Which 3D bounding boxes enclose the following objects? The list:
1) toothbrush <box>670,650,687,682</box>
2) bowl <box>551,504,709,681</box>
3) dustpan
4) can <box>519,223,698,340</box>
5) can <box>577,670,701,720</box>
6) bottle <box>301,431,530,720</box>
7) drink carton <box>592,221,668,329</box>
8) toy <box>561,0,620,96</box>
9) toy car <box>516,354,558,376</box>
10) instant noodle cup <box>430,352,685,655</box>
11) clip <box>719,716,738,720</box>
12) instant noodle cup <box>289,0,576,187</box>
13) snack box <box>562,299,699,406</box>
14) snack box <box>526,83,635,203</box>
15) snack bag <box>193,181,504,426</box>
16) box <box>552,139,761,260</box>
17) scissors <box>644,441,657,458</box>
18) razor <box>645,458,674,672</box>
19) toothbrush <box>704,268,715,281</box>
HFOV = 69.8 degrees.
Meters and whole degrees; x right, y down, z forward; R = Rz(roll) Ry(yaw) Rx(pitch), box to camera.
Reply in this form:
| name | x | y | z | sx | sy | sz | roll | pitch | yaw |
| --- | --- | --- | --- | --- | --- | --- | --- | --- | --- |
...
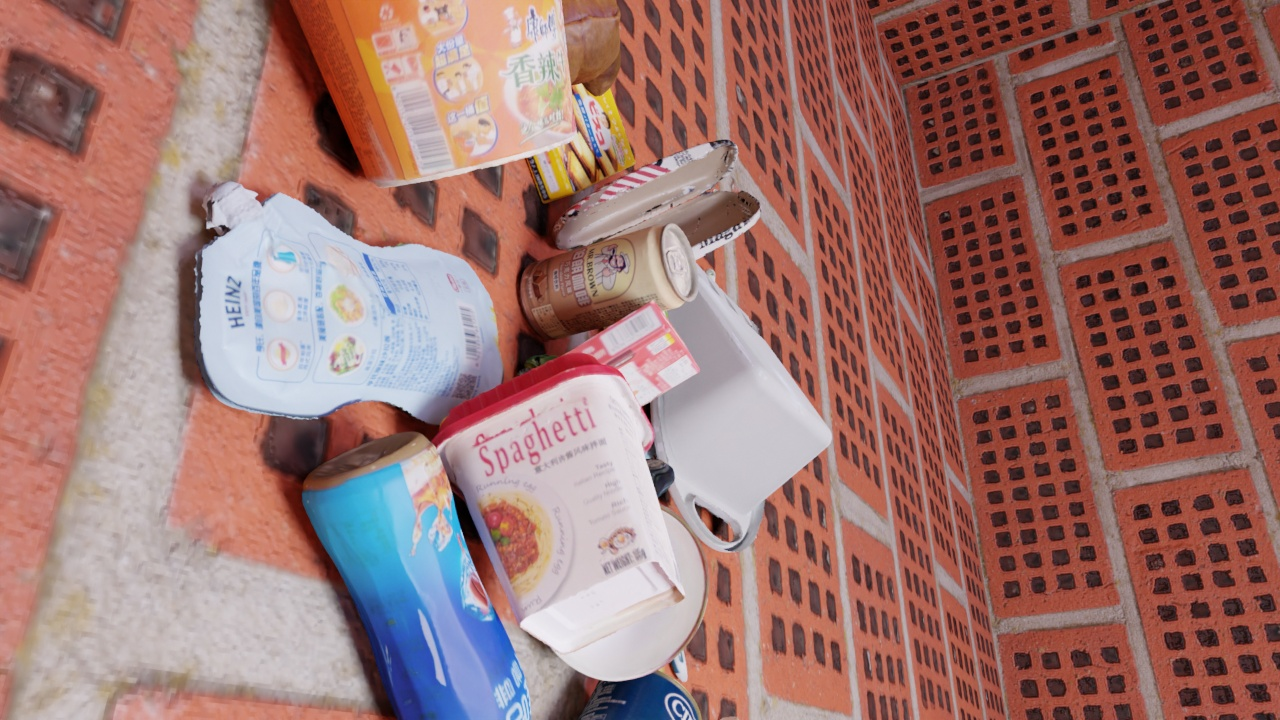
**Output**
| name | x | y | z | sx | sy | sz | roll | pitch | yaw |
| --- | --- | --- | --- | --- | --- | --- | --- | --- | --- |
| toothbrush | 0.011 | 0.165 | 0.720 | 0.016 | 0.018 | 0.191 | -32 | 107 | -64 |
| bowl | -0.018 | 0.143 | 0.596 | 0.062 | 0.113 | 0.113 | 175 | -100 | -73 |
| dustpan | 0.063 | 0.037 | 0.858 | 0.222 | 0.143 | 0.257 | 38 | 15 | -48 |
| can | -0.023 | -0.054 | 0.641 | 0.058 | 0.116 | 0.058 | 39 | 44 | -53 |
| can | -0.014 | 0.252 | 0.558 | 0.075 | 0.075 | 0.110 | 69 | 27 | -15 |
| bottle | -0.097 | 0.145 | 0.451 | 0.065 | 0.065 | 0.219 | -40 | 115 | -62 |
| drink carton | -0.006 | -0.057 | 0.763 | 0.053 | 0.046 | 0.122 | 20 | 60 | -60 |
| toy | -0.087 | -0.266 | 0.618 | 0.140 | 0.131 | 0.199 | -26 | 91 | -26 |
| toy car | -0.055 | 0.039 | 0.626 | 0.043 | 0.036 | 0.091 | -5 | 79 | -63 |
| instant noodle cup | -0.038 | 0.080 | 0.498 | 0.124 | 0.116 | 0.117 | 65 | 1 | 33 |
| clip | 0.081 | 0.350 | 0.758 | 0.072 | 0.035 | 0.100 | 59 | 25 | -31 |
| instant noodle cup | -0.106 | -0.164 | 0.502 | 0.151 | 0.152 | 0.111 | -49 | 130 | -60 |
| snack box | -0.004 | 0.004 | 0.654 | 0.025 | 0.075 | 0.153 | 60 | 4 | 15 |
| snack box | -0.053 | -0.185 | 0.745 | 0.087 | 0.034 | 0.140 | 71 | 24 | -14 |
| snack bag | -0.143 | -0.021 | 0.470 | 0.190 | 0.039 | 0.110 | 14 | 71 | -61 |
| box | 0.018 | -0.102 | 0.711 | 0.088 | 0.162 | 0.076 | 59 | -16 | 10 |
| scissors | 0.013 | 0.067 | 0.781 | 0.134 | 0.017 | 0.113 | 41 | 44 | -46 |
| razor | -0.002 | 0.154 | 0.661 | 0.068 | 0.062 | 0.167 | 110 | -23 | -79 |
| toothbrush | 0.069 | -0.017 | 0.931 | 0.029 | 0.020 | 0.189 | 17 | 56 | -20 |
